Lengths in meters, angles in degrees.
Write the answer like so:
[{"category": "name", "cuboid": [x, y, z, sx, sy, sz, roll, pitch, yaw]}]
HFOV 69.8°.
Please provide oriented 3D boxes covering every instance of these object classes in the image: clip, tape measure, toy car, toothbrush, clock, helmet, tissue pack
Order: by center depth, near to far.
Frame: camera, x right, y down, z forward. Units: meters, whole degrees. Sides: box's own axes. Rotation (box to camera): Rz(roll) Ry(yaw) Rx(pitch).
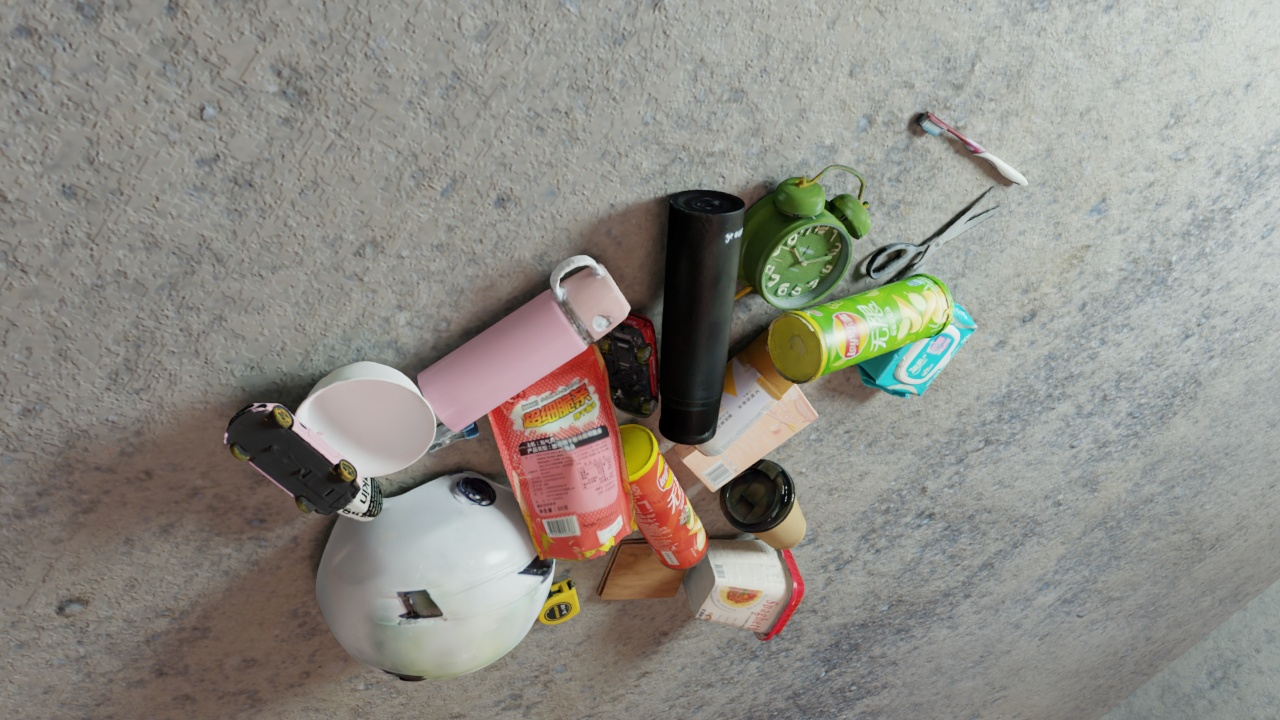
[{"category": "toy car", "cuboid": [-0.286, 0.080, 0.763, 0.056, 0.037, 0.122, -38, 119, 5]}, {"category": "clock", "cuboid": [0.158, -0.119, 0.891, 0.116, 0.056, 0.161, 10, 122, -35]}, {"category": "clip", "cuboid": [-0.189, 0.071, 0.898, 0.058, 0.026, 0.038, -25, 142, -1]}, {"category": "toy car", "cuboid": [-0.005, 0.005, 0.915, 0.045, 0.053, 0.121, -49, 148, -41]}, {"category": "toothbrush", "cuboid": [0.343, -0.211, 0.937, 0.187, 0.016, 0.017, 17, 126, -37]}, {"category": "helmet", "cuboid": [-0.197, 0.242, 0.954, 0.258, 0.145, 0.230, 1, 127, -29]}, {"category": "tissue pack", "cuboid": [0.320, -0.016, 1.069, 0.093, 0.050, 0.134, 13, 121, -36]}, {"category": "tape measure", "cuboid": [-0.104, 0.298, 1.133, 0.057, 0.029, 0.060, -19, 134, -13]}]

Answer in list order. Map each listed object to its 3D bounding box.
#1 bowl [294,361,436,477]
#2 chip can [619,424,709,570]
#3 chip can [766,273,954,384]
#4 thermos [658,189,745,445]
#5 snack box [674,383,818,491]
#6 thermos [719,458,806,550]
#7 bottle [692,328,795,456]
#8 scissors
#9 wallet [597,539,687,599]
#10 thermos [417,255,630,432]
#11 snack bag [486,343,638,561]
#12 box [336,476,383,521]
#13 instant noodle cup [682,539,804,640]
[{"category": "bowl", "cuboid": [-0.242, 0.040, 0.809, 0.118, 0.064, 0.118, -8, 131, -10]}, {"category": "chip can", "cuboid": [0.018, 0.162, 1.049, 0.073, 0.073, 0.217, -30, 135, -2]}, {"category": "chip can", "cuboid": [0.230, -0.036, 0.936, 0.220, 0.072, 0.073, -17, 135, -34]}, {"category": "thermos", "cuboid": [0.056, -0.041, 0.881, 0.068, 0.089, 0.243, 14, 122, 18]}, {"category": "snack box", "cuboid": [0.124, 0.083, 1.068, 0.157, 0.026, 0.084, -36, 135, 5]}, {"category": "thermos", "cuboid": [0.159, 0.183, 1.135, 0.093, 0.093, 0.143, -36, 143, 4]}, {"category": "bottle", "cuboid": [0.122, 0.022, 0.984, 0.190, 0.068, 0.068, -44, 134, 8]}, {"category": "scissors", "cuboid": [0.318, -0.126, 0.998, 0.162, 0.014, 0.165, 1, 127, -29]}, {"category": "wallet", "cuboid": [0.010, 0.266, 1.174, 0.115, 0.020, 0.101, 2, 125, -26]}, {"category": "thermos", "cuboid": [-0.108, -0.019, 0.831, 0.198, 0.067, 0.087, -33, 137, 3]}, {"category": "snack bag", "cuboid": [-0.076, 0.095, 0.917, 0.128, 0.073, 0.208, -16, 106, -5]}, {"category": "box", "cuboid": [-0.294, 0.095, 0.835, 0.052, 0.068, 0.164, -23, 141, 19]}, {"category": "instant noodle cup", "cuboid": [0.130, 0.290, 1.200, 0.124, 0.116, 0.117, 12, 122, -20]}]
